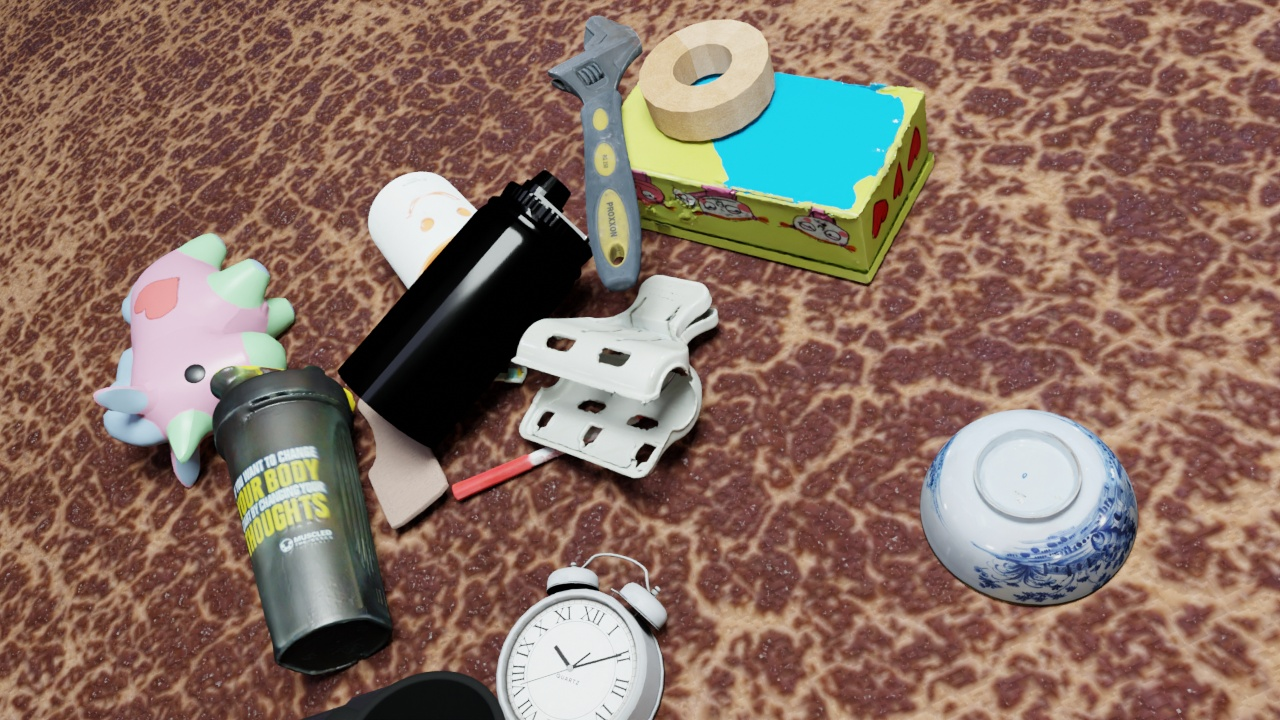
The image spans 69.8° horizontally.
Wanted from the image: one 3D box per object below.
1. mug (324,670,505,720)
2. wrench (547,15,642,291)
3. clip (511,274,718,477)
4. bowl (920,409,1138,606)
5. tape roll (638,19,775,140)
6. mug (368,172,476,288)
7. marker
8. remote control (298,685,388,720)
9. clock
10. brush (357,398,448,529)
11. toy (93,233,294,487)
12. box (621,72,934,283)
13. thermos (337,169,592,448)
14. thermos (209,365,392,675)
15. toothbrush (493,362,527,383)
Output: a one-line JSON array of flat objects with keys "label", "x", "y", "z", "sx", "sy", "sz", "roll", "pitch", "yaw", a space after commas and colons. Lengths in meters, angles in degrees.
[{"label": "mug", "x": -0.117, "y": 0.220, "z": 0.479, "sx": 0.118, "sy": 0.098, "sz": 0.081, "roll": 13, "pitch": 42, "yaw": 24}, {"label": "wrench", "x": -0.025, "y": -0.158, "z": 0.657, "sx": 0.073, "sy": 0.022, "sz": 0.272, "roll": -11, "pitch": 55, "yaw": 5}, {"label": "clip", "x": -0.014, "y": -0.007, "z": 0.605, "sx": 0.126, "sy": 0.101, "sz": 0.152, "roll": 16, "pitch": 70, "yaw": 39}, {"label": "bowl", "x": 0.209, "y": 0.071, "z": 0.498, "sx": 0.114, "sy": 0.045, "sz": 0.114, "roll": -10, "pitch": 55, "yaw": 15}, {"label": "tape roll", "x": 0.047, "y": -0.201, "z": 0.655, "sx": 0.094, "sy": 0.027, "sz": 0.093, "roll": -10, "pitch": 55, "yaw": 14}, {"label": "mug", "x": -0.157, "y": -0.089, "z": 0.723, "sx": 0.082, "sy": 0.082, "sz": 0.105, "roll": -39, "pitch": 52, "yaw": -6}, {"label": "marker", "x": -0.063, "y": 0.064, "z": 0.630, "sx": 0.142, "sy": 0.013, "sz": 0.012, "roll": -24, "pitch": 53, "yaw": 5}, {"label": "remote control", "x": -0.183, "y": 0.226, "z": 0.568, "sx": 0.136, "sy": 0.015, "sz": 0.032, "roll": -20, "pitch": 53, "yaw": 8}, {"label": "clock", "x": -0.032, "y": 0.171, "z": 0.533, "sx": 0.095, "sy": 0.035, "sz": 0.122, "roll": 10, "pitch": 64, "yaw": 26}, {"label": "brush", "x": -0.180, "y": 0.066, "z": 0.675, "sx": 0.050, "sy": 0.015, "sz": 0.135, "roll": -39, "pitch": 47, "yaw": -1}, {"label": "toy", "x": -0.373, "y": -0.014, "z": 0.748, "sx": 0.222, "sy": 0.120, "sz": 0.170, "roll": 28, "pitch": 62, "yaw": 32}, {"label": "box", "x": 0.087, "y": -0.145, "z": 0.670, "sx": 0.221, "sy": 0.079, "sz": 0.124, "roll": 18, "pitch": 66, "yaw": 27}, {"label": "thermos", "x": -0.112, "y": -0.042, "z": 0.643, "sx": 0.198, "sy": 0.086, "sz": 0.086, "roll": -50, "pitch": 55, "yaw": -3}, {"label": "thermos", "x": -0.230, "y": 0.097, "z": 0.629, "sx": 0.098, "sy": 0.098, "sz": 0.220, "roll": -29, "pitch": 57, "yaw": 1}, {"label": "toothbrush", "x": -0.158, "y": 0.011, "z": 0.699, "sx": 0.155, "sy": 0.015, "sz": 0.022, "roll": -1, "pitch": 39, "yaw": 21}]
